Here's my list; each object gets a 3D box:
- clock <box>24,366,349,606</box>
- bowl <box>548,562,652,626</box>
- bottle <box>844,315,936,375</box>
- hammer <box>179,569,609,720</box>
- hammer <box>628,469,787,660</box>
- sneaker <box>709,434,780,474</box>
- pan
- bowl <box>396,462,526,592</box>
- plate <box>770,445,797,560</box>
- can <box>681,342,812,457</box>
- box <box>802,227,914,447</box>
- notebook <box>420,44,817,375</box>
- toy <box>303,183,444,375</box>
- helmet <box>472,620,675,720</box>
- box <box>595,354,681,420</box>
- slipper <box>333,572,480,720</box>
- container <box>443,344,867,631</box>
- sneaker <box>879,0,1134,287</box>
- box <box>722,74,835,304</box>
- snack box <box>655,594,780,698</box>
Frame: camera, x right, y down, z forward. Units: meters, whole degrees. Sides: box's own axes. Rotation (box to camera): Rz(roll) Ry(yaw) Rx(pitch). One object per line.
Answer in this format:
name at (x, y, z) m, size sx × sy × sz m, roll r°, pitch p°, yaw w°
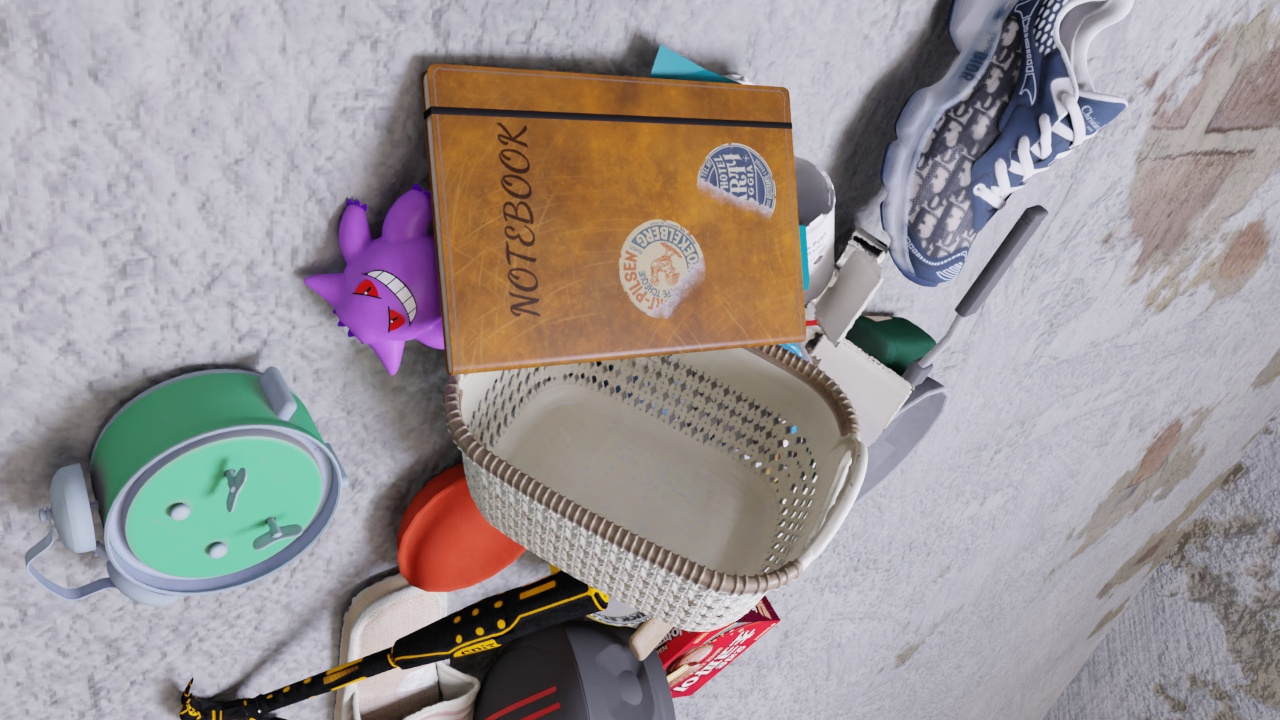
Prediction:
clock at (-0.253, 0.081, 0.512) m, size 0.161 × 0.075 × 0.122 m, roll -31°, pitch 140°, yaw -15°
bowl at (-0.028, 0.160, 0.773) m, size 0.117 × 0.068 × 0.117 m, roll 5°, pitch 79°, yaw -30°
bottle at (0.212, -0.006, 0.851) m, size 0.131 × 0.061 × 0.061 m, roll -1°, pitch 125°, yaw -43°
hammer at (-0.171, 0.206, 0.643) m, size 0.321 × 0.036 × 0.123 m, roll -22°, pitch 143°, yaw 10°
hammer at (0.105, 0.148, 0.845) m, size 0.330 × 0.031 × 0.119 m, roll -43°, pitch 135°, yaw -30°
sneaker at (0.062, 0.102, 0.766) m, size 0.088 × 0.079 × 0.234 m, roll 85°, pitch 26°, yaw -46°
pan at (0.230, 0.014, 0.779) m, size 0.178 × 0.041 × 0.358 m, roll -19°, pitch 145°, yaw -39°
bowl at (-0.129, 0.116, 0.685) m, size 0.121 × 0.035 × 0.122 m, roll -24°, pitch 137°, yaw -24°
plate at (0.097, 0.175, 0.947) m, size 0.229 × 0.021 × 0.230 m, roll -24°, pitch 137°, yaw -24°
can at (0.079, 0.009, 0.696) m, size 0.044 × 0.130 × 0.130 m, roll -30°, pitch 139°, yaw -18°
box at (0.165, -0.020, 0.725) m, size 0.095 × 0.185 × 0.146 m, roll 27°, pitch 110°, yaw -11°
notebook at (0.002, -0.091, 0.538) m, size 0.248 × 0.014 × 0.178 m, roll -6°, pitch 93°, yaw -28°
toy at (-0.135, -0.044, 0.520) m, size 0.088 × 0.056 × 0.106 m, roll -42°, pitch 107°, yaw -7°
helmet at (-0.064, 0.323, 0.823) m, size 0.169 × 0.164 × 0.265 m, roll -10°, pitch 150°, yaw -15°
box at (-0.006, 0.002, 0.708) m, size 0.066 × 0.049 × 0.210 m, roll -8°, pitch 129°, yaw -13°
slipper at (-0.192, 0.276, 0.760) m, size 0.114 × 0.052 × 0.264 m, roll -16°, pitch 133°, yaw -30°
container at (0.003, 0.059, 0.587) m, size 0.184 × 0.246 × 0.143 m, roll -55°, pitch 168°, yaw -38°
sneaker at (0.275, -0.175, 0.665) m, size 0.103 × 0.132 × 0.269 m, roll 11°, pitch 102°, yaw -47°
box at (0.085, -0.112, 0.644) m, size 0.084 × 0.112 × 0.162 m, roll -34°, pitch 154°, yaw -8°
snack box at (0.057, 0.314, 1.000) m, size 0.132 × 0.036 × 0.152 m, roll 16°, pitch 125°, yaw -48°
